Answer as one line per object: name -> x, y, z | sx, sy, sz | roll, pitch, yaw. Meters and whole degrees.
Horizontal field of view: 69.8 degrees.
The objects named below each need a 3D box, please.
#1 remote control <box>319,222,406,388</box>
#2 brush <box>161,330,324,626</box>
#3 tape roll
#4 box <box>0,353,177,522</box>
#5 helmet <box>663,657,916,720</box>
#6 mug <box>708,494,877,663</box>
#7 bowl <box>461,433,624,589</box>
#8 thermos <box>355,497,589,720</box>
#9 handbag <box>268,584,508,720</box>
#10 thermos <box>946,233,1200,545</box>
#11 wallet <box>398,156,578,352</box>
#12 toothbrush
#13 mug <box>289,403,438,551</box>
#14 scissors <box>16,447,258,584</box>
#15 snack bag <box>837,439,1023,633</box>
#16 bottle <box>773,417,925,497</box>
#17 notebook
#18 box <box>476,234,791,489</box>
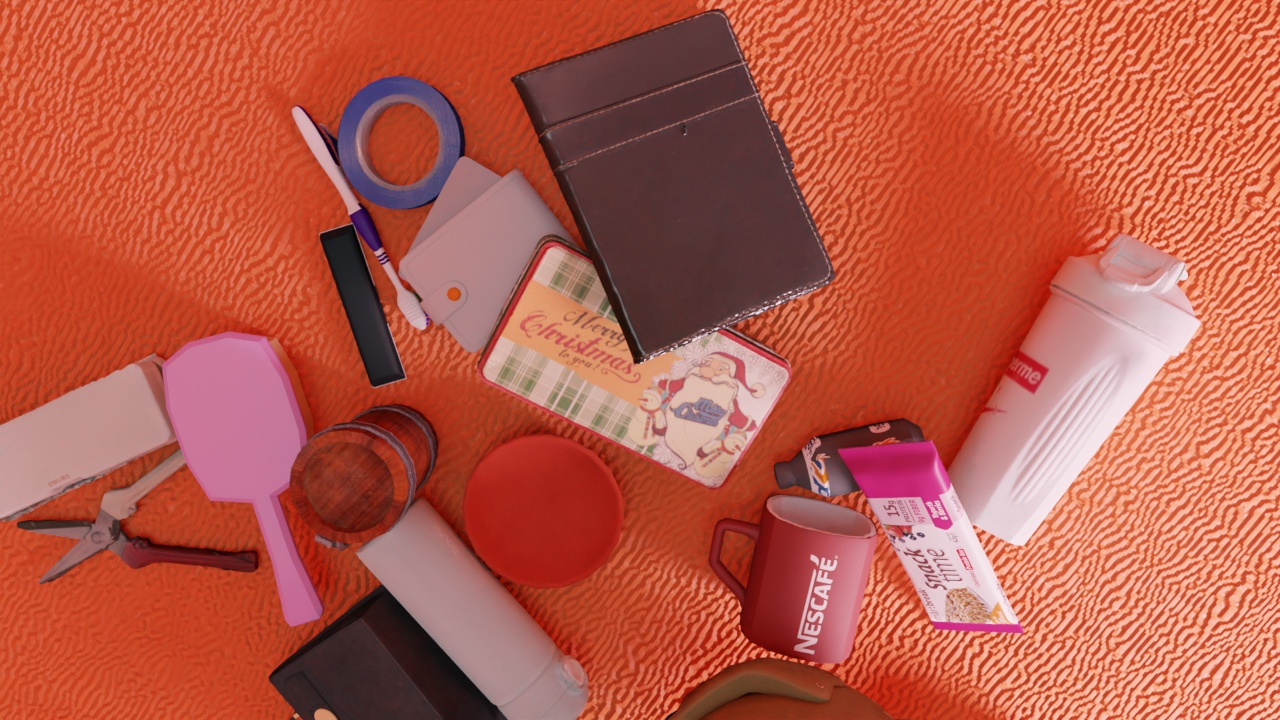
remote control -> -0.211, -0.040, 0.696 | 0.028, 0.011, 0.124 | -16, 99, 5
brush -> -0.286, 0.090, 0.700 | 0.089, 0.043, 0.229 | -16, 99, -5
tape roll -> -0.175, -0.158, 0.671 | 0.093, 0.016, 0.091 | -30, 97, 8
box -> -0.447, 0.064, 0.709 | 0.199, 0.067, 0.083 | -25, 117, 8
helmet -> 0.104, 0.317, 0.611 | 0.233, 0.255, 0.250 | 42, 98, -8
mug -> 0.108, 0.157, 0.683 | 0.116, 0.080, 0.096 | 11, 100, 7
bowl -> -0.073, 0.111, 0.705 | 0.122, 0.035, 0.122 | 0, 100, 3
thermos -> -0.125, 0.202, 0.708 | 0.078, 0.065, 0.207 | -38, 96, 21
handbag -> -0.222, 0.299, 0.742 | 0.196, 0.072, 0.176 | -34, 97, 19
thermos -> 0.299, 0.022, 0.643 | 0.099, 0.099, 0.221 | 27, 104, -2
wallet -> -0.118, -0.082, 0.671 | 0.118, 0.037, 0.115 | -37, 99, 6
toothbrush -> -0.208, -0.105, 0.683 | 0.015, 0.016, 0.186 | -28, 95, 7
mug -> -0.201, 0.091, 0.669 | 0.081, 0.111, 0.117 | 27, 100, -2
scissors -> -0.394, 0.126, 0.733 | 0.198, 0.015, 0.179 | 23, 101, -2
snack bag -> 0.211, 0.133, 0.663 | 0.070, 0.016, 0.196 | -9, 124, 40
bottle -> 0.155, 0.075, 0.682 | 0.112, 0.047, 0.047 | -13, 99, 5
notebook -> 0.029, -0.122, 0.627 | 0.169, 0.029, 0.209 | -23, 93, -18
box -> -0.004, 0.004, 0.659 | 0.205, 0.050, 0.118 | 28, 99, -12
